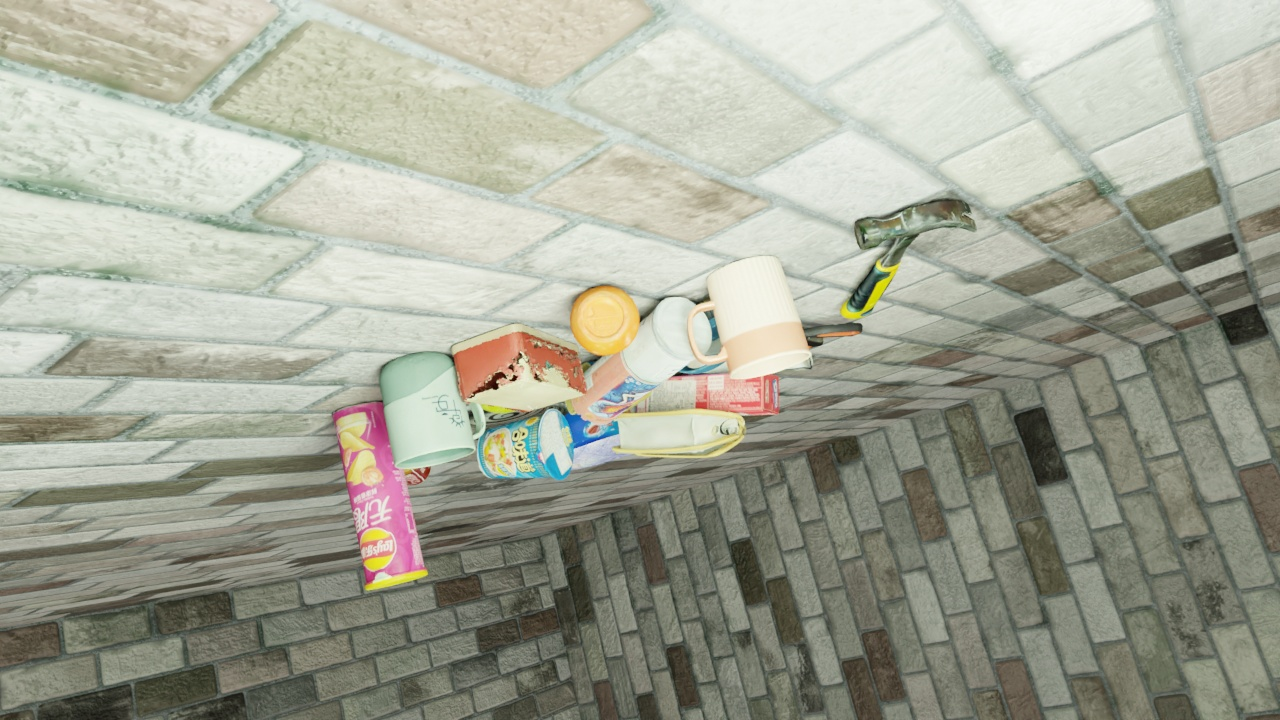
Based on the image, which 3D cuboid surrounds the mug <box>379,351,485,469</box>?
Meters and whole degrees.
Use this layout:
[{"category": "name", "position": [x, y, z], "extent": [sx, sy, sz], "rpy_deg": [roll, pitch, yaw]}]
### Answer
[{"category": "mug", "position": [-0.213, 0.051, 0.962], "extent": [0.111, 0.106, 0.082], "rpy_deg": [0, 160, -47]}]

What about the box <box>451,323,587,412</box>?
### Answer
[{"category": "box", "position": [-0.124, 0.019, 0.997], "extent": [0.091, 0.076, 0.168], "rpy_deg": [-18, 167, 16]}]

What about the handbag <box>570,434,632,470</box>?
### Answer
[{"category": "handbag", "position": [-0.043, 0.116, 1.506], "extent": [0.194, 0.075, 0.134], "rpy_deg": [-15, 163, -3]}]

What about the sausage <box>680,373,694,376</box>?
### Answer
[{"category": "sausage", "position": [0.032, 0.063, 1.401], "extent": [0.020, 0.020, 0.156], "rpy_deg": [1, 141, -50]}]

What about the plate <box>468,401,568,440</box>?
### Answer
[{"category": "plate", "position": [-0.188, 0.079, 1.302], "extent": [0.179, 0.024, 0.179], "rpy_deg": [-12, 167, -3]}]

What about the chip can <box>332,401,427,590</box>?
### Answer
[{"category": "chip can", "position": [-0.307, 0.157, 1.077], "extent": [0.071, 0.210, 0.071], "rpy_deg": [-15, 167, -4]}]

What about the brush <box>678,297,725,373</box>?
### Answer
[{"category": "brush", "position": [0.069, -0.024, 1.033], "extent": [0.055, 0.073, 0.144], "rpy_deg": [-9, 166, -39]}]

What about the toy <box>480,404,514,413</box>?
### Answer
[{"category": "toy", "position": [-0.157, 0.046, 1.172], "extent": [0.100, 0.031, 0.097], "rpy_deg": [-19, 164, 1]}]

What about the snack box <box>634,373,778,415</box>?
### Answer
[{"category": "snack box", "position": [0.091, 0.049, 1.294], "extent": [0.208, 0.058, 0.057], "rpy_deg": [-4, 171, 33]}]

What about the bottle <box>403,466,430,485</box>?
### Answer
[{"category": "bottle", "position": [-0.343, 0.151, 1.353], "extent": [0.057, 0.057, 0.175], "rpy_deg": [-13, 167, -9]}]

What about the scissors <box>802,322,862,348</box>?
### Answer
[{"category": "scissors", "position": [0.201, -0.038, 1.225], "extent": [0.198, 0.021, 0.226], "rpy_deg": [-10, 170, 21]}]

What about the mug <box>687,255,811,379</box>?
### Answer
[{"category": "mug", "position": [0.103, -0.039, 0.932], "extent": [0.114, 0.106, 0.082], "rpy_deg": [-14, 167, -3]}]

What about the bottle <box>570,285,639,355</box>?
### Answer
[{"category": "bottle", "position": [-0.033, -0.033, 0.926], "extent": [0.067, 0.066, 0.149], "rpy_deg": [-15, 174, -1]}]

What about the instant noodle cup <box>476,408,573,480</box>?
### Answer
[{"category": "instant noodle cup", "position": [-0.163, 0.122, 1.267], "extent": [0.110, 0.099, 0.099], "rpy_deg": [-9, 170, 22]}]

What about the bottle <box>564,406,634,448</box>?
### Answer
[{"category": "bottle", "position": [-0.094, 0.099, 1.397], "extent": [0.219, 0.065, 0.065], "rpy_deg": [-16, 167, 12]}]

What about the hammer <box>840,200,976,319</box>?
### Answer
[{"category": "hammer", "position": [0.276, -0.103, 1.023], "extent": [0.126, 0.032, 0.323], "rpy_deg": [-14, 167, 0]}]

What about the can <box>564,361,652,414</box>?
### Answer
[{"category": "can", "position": [-0.044, 0.034, 1.192], "extent": [0.083, 0.057, 0.102], "rpy_deg": [-6, 165, -28]}]

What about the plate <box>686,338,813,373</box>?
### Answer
[{"category": "plate", "position": [0.139, -0.010, 1.179], "extent": [0.162, 0.034, 0.265], "rpy_deg": [-3, 173, 12]}]

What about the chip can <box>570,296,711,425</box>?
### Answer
[{"category": "chip can", "position": [-0.006, 0.006, 1.034], "extent": [0.071, 0.071, 0.215], "rpy_deg": [-6, 161, -33]}]

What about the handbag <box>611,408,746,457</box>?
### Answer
[{"category": "handbag", "position": [0.066, 0.102, 1.267], "extent": [0.164, 0.063, 0.178], "rpy_deg": [-5, 174, 40]}]
